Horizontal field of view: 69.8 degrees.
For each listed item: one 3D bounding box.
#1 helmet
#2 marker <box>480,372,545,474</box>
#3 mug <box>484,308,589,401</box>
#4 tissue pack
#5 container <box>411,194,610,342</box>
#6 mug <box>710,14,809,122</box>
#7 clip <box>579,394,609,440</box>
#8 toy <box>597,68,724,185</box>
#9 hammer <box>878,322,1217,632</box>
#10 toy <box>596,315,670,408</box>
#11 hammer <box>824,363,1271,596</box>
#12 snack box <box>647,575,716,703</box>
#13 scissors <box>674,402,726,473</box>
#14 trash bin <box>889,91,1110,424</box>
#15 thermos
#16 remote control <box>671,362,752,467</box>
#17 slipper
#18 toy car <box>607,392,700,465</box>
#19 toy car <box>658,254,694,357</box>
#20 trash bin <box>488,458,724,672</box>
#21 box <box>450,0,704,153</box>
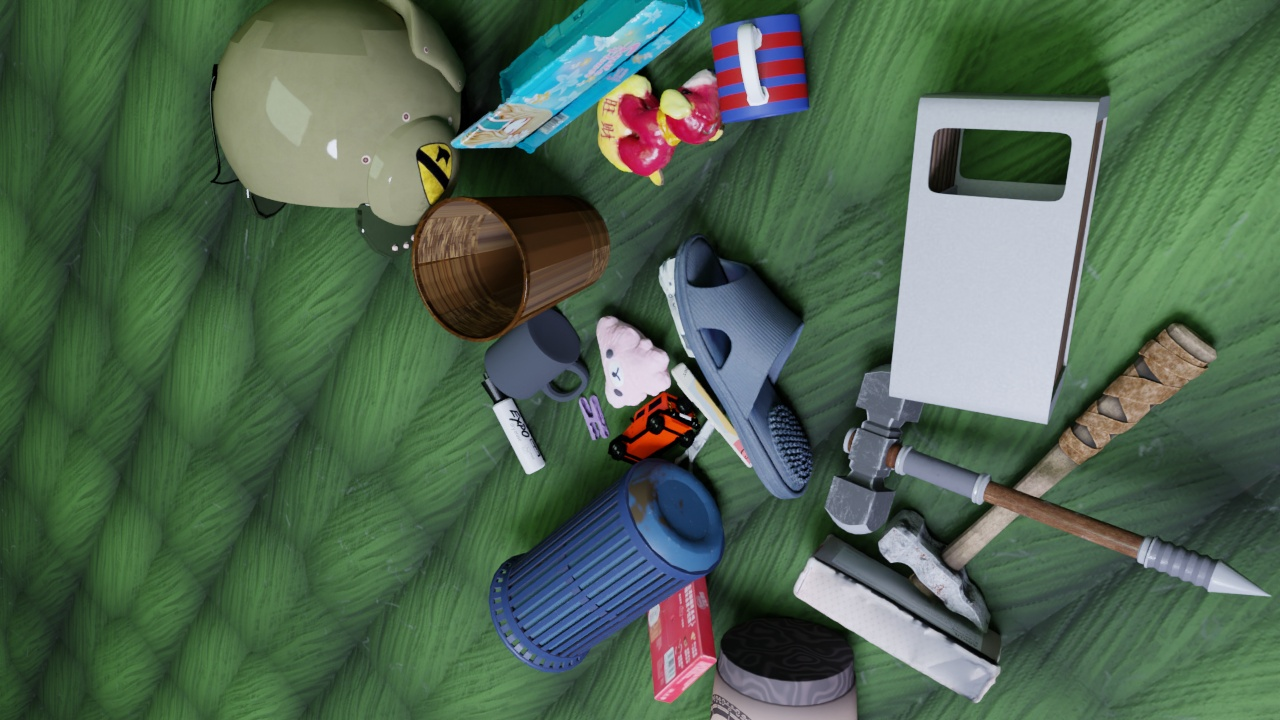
[{"bbox_3d":[-0.273,-0.239,0.880,0.250,0.254,0.233,18,116,25],"label":"helmet"},{"bbox_3d":[-0.148,0.070,1.054,0.025,0.025,0.126,-27,91,34],"label":"marker"},{"bbox_3d":[-0.104,0.003,0.988,0.105,0.071,0.078,41,125,-18],"label":"mug"},{"bbox_3d":[0.233,0.238,0.841,0.181,0.103,0.071,26,101,19],"label":"tissue pack"},{"bbox_3d":[-0.115,-0.102,0.895,0.132,0.166,0.132,10,110,28],"label":"container"},{"bbox_3d":[0.097,-0.241,0.759,0.075,0.111,0.076,-5,103,16],"label":"mug"},{"bbox_3d":[-0.048,0.062,1.000,0.037,0.013,0.053,5,110,30],"label":"clip"},{"bbox_3d":[0.014,-0.215,0.848,0.138,0.067,0.105,0,102,37],"label":"toy"},{"bbox_3d":[0.339,0.097,0.765,0.121,0.048,0.320,41,120,10],"label":"hammer"},{"bbox_3d":[-0.005,0.005,0.929,0.096,0.052,0.099,10,113,47],"label":"toy"},{"bbox_3d":[0.307,0.115,0.725,0.323,0.043,0.156,20,98,39],"label":"hammer"},{"bbox_3d":[0.040,0.273,0.953,0.021,0.132,0.089,23,125,-21],"label":"snack box"},{"bbox_3d":[0.048,0.088,0.950,0.090,0.014,0.172,19,117,23],"label":"scissors"},{"bbox_3d":[0.273,-0.084,0.701,0.115,0.114,0.229,11,110,28],"label":"trash bin"},{"bbox_3d":[0.139,0.388,0.907,0.173,0.172,0.226,7,102,29],"label":"thermos"},{"bbox_3d":[0.071,0.052,0.891,0.018,0.038,0.125,-39,62,2],"label":"remote control"},{"bbox_3d":[0.113,0.001,0.835,0.083,0.101,0.263,-20,98,34],"label":"slipper"},{"bbox_3d":[0.014,0.073,0.942,0.100,0.051,0.048,-37,42,35],"label":"toy car"},{"bbox_3d":[0.050,-0.053,0.894,0.048,0.033,0.105,-16,95,35],"label":"toy car"},{"bbox_3d":[-0.034,0.213,0.959,0.250,0.139,0.139,-42,82,34],"label":"trash bin"},{"bbox_3d":[-0.052,-0.265,0.826,0.228,0.172,0.083,-28,120,34],"label":"box"}]
